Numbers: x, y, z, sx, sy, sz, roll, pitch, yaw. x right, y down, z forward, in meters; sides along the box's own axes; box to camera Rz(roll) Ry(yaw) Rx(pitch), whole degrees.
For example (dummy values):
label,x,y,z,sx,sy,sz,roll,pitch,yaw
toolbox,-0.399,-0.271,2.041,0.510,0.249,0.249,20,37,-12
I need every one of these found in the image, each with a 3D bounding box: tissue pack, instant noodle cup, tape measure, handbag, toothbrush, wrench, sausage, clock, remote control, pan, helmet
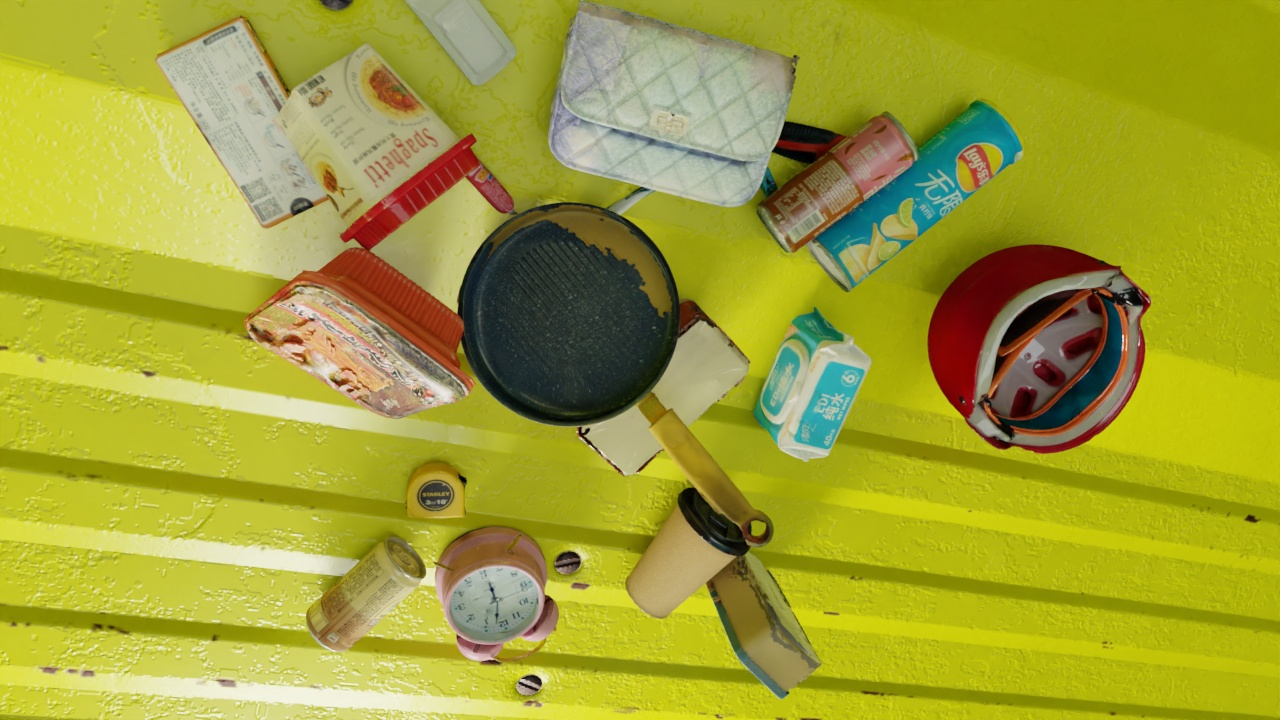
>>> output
label,x,y,z,sx,sy,sz,roll,pitch,yaw
tissue pack,0.169,0.024,0.926,0.063,0.090,0.140,14,109,-20
instant noodle cup,-0.212,-0.170,0.728,0.116,0.117,0.124,-45,107,-28
tape measure,-0.202,0.129,0.909,0.060,0.029,0.057,-1,114,-14
handbag,0.025,-0.211,0.771,0.194,0.075,0.134,10,110,-11
toothbrush,0.015,-0.158,0.842,0.192,0.016,0.018,-30,133,6
wrench,0.078,-0.221,0.838,0.273,0.016,0.056,13,113,-19
sausage,-0.160,-0.182,0.792,0.020,0.020,0.156,-41,116,5
clock,-0.148,0.253,0.959,0.117,0.059,0.159,-19,118,-5
remote control,-0.156,-0.286,0.746,0.049,0.024,0.125,-39,116,3
pan,-0.011,0.019,0.803,0.198,0.078,0.357,-42,89,5
instant noodle cup,-0.232,-0.023,0.780,0.164,0.189,0.078,39,57,-26
helmet,0.393,-0.020,0.939,0.207,0.144,0.240,-49,129,9

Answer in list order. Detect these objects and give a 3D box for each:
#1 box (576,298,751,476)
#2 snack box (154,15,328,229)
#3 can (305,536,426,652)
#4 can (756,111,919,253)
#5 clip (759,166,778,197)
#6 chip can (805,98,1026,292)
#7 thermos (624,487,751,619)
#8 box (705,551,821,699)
label,x,y,z,sx,sy,sz,roll,pitch,yaw
box,0.020,0.031,0.881,0.168,0.076,0.091,-42,115,6
snack box,-0.313,-0.190,0.745,0.075,0.026,0.154,-26,116,-3
can,-0.275,0.234,0.919,0.116,0.058,0.058,-42,116,6
can,0.181,-0.164,0.852,0.147,0.058,0.058,-36,116,8
clip,0.118,-0.170,0.868,0.013,0.033,0.054,-37,130,5
chip can,0.262,-0.157,0.882,0.210,0.071,0.071,-39,116,4
thermos,0.049,0.205,0.978,0.093,0.093,0.143,29,111,-23
box,0.125,0.271,0.968,0.060,0.184,0.090,-40,111,8
